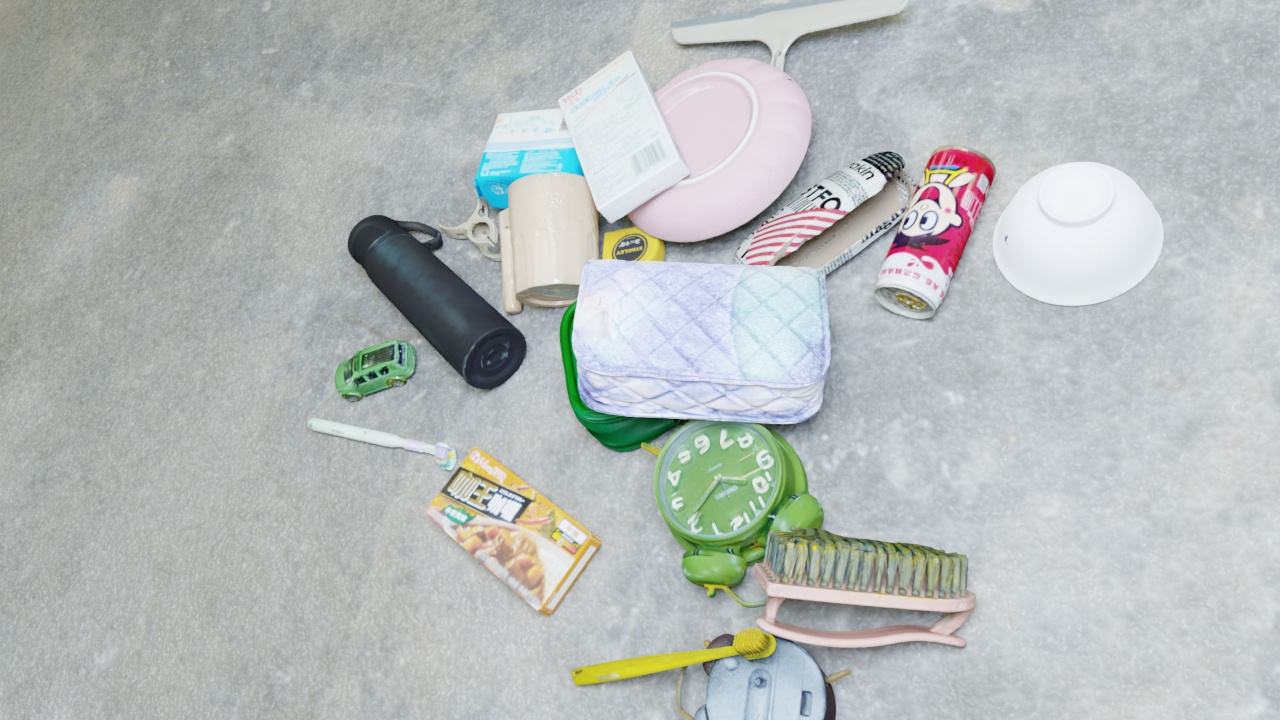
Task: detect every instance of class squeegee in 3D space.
[{"bbox_3d":[0.111,-0.222,0.852,0.247,0.039,0.246,4,69,33],"label":"squeegee"}]

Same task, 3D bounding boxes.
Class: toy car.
[{"bbox_3d":[-0.268,0.008,0.917,0.091,0.036,0.043,-21,60,19],"label":"toy car"}]

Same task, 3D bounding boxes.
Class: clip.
[{"bbox_3d":[-0.167,-0.133,0.942,0.060,0.034,0.097,-46,51,-1],"label":"clip"}]

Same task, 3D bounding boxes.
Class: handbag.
[{"bbox_3d":[-0.005,0.005,0.782,0.120,0.068,0.131,-15,58,8],"label":"handbag"},{"bbox_3d":[0.045,-0.019,0.707,0.194,0.076,0.134,4,52,2],"label":"handbag"}]

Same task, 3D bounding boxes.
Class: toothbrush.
[{"bbox_3d":[0.016,0.211,0.650,0.191,0.016,0.015,-25,35,39],"label":"toothbrush"},{"bbox_3d":[-0.255,0.076,0.886,0.190,0.029,0.020,9,27,29],"label":"toothbrush"}]

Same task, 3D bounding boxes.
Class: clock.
[{"bbox_3d":[0.080,0.232,0.630,0.122,0.055,0.082,0,66,26],"label":"clock"},{"bbox_3d":[0.072,0.109,0.695,0.116,0.056,0.161,-31,57,9],"label":"clock"}]

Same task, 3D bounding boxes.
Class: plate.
[{"bbox_3d":[0.056,-0.198,0.823,0.193,0.039,0.192,-14,59,25],"label":"plate"}]

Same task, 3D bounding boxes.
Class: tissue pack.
[{"bbox_3d":[-0.096,-0.199,0.922,0.140,0.063,0.089,2,62,23],"label":"tissue pack"}]

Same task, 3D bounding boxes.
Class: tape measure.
[{"bbox_3d":[-0.005,-0.096,0.849,0.060,0.029,0.057,-9,56,20],"label":"tape measure"}]

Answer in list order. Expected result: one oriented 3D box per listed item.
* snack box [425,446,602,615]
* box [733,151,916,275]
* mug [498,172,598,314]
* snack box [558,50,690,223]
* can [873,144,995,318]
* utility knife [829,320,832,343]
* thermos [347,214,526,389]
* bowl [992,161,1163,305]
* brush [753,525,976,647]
[{"bbox_3d":[-0.110,0.142,0.780,0.154,0.026,0.075,30,80,33],"label":"snack box"},{"bbox_3d":[0.158,-0.110,0.778,0.163,0.077,0.074,-38,28,3],"label":"box"},{"bbox_3d":[-0.092,-0.105,0.859,0.125,0.084,0.103,-16,73,45],"label":"mug"},{"bbox_3d":[-0.018,-0.203,0.827,0.085,0.027,0.156,-30,53,16],"label":"snack box"},{"bbox_3d":[0.232,-0.102,0.726,0.053,0.053,0.132,18,74,31],"label":"can"},{"bbox_3d":[0.087,-0.049,0.795,0.178,0.019,0.030,18,68,35],"label":"utility knife"},{"bbox_3d":[-0.199,-0.072,0.908,0.089,0.068,0.242,-33,53,-21],"label":"thermos"},{"bbox_3d":[0.323,-0.107,0.681,0.118,0.065,0.118,-11,62,21],"label":"bowl"},{"bbox_3d":[0.151,0.156,0.615,0.145,0.063,0.073,7,88,-2],"label":"brush"}]
